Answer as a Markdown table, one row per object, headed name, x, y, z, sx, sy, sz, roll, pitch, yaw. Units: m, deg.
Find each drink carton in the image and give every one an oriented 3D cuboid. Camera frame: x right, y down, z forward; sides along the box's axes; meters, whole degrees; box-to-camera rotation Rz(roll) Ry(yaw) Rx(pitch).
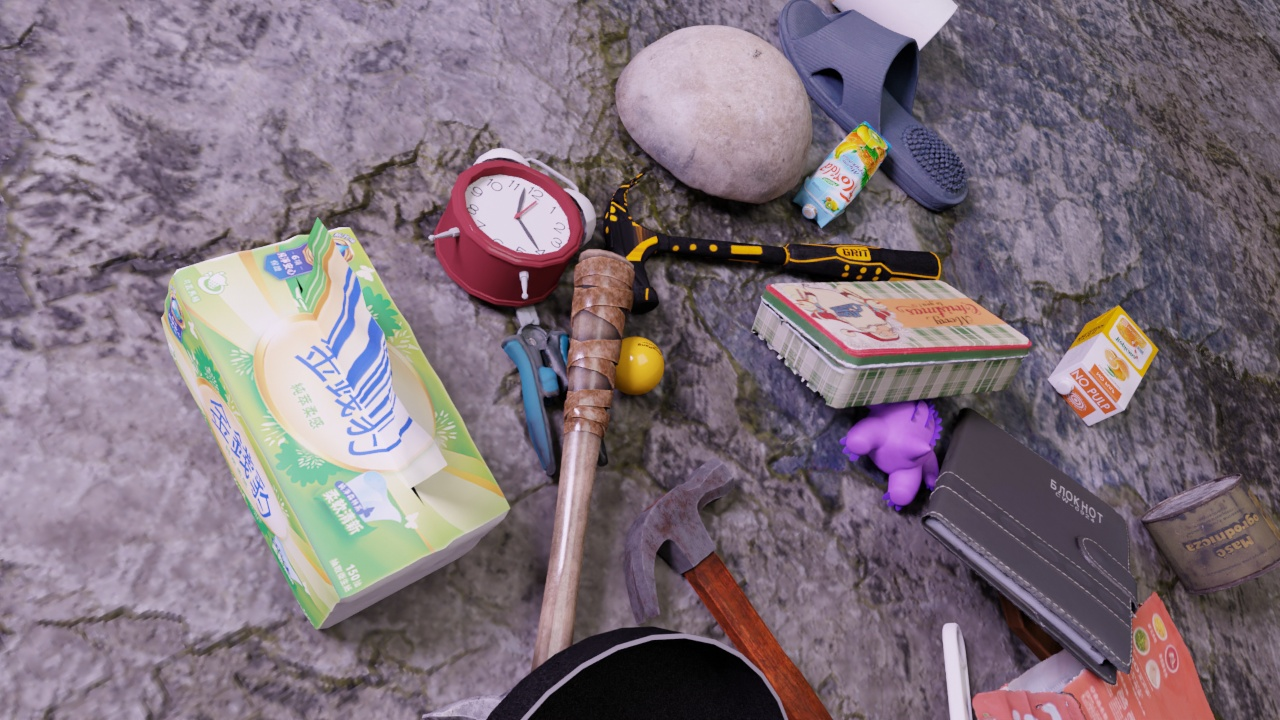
| name | x | y | z | sx | sy | sz | roll | pitch | yaw |
| --- | --- | --- | --- | --- | --- | --- | --- | --- | --- |
| drink carton | 0.445 | 0.005 | 0.883 | 0.058 | 0.040 | 0.122 | 50 | 52 | 3 |
| drink carton | 0.184 | -0.170 | 0.833 | 0.044 | 0.039 | 0.128 | 43 | 51 | -2 |

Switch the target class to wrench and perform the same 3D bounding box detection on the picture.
| name | x | y | z | sx | sy | sz | roll | pitch | yaw |
| --- | --- | --- | --- | --- | --- | --- | --- | --- | --- |
| wrench | 0.213 | 0.302 | 0.589 | 0.066 | 0.018 | 0.272 | 50 | 37 | -43 |

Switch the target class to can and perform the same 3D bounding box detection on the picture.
| name | x | y | z | sx | sy | sz | roll | pitch | yaw |
| --- | --- | --- | --- | --- | --- | --- | --- | --- | --- |
| can | 0.502 | 0.152 | 0.803 | 0.089 | 0.090 | 0.074 | -18 | 74 | -35 |

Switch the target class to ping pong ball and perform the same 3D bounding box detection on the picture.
| name | x | y | z | sx | sy | sz | roll | pitch | yaw |
| --- | --- | --- | --- | --- | --- | --- | --- | --- | --- |
| ping pong ball | -0.004 | 0.004 | 0.630 | 0.040 | 0.040 | 0.040 | 13 | 58 | -23 |

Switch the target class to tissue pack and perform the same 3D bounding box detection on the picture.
| name | x | y | z | sx | sy | sz | roll | pitch | yaw |
| --- | --- | --- | --- | --- | --- | --- | --- | --- | --- |
| tissue pack | -0.152 | 0.019 | 0.472 | 0.120 | 0.142 | 0.197 | -32 | 82 | -38 |

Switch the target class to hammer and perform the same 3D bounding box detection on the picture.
| name | x | y | z | sx | sy | sz | roll | pitch | yaw |
| --- | --- | --- | --- | --- | --- | --- | --- | --- | --- |
| hammer | -0.040 | 0.072 | 0.551 | 0.121 | 0.049 | 0.318 | 16 | 63 | -18 |
| hammer | 0.118 | -0.089 | 0.757 | 0.320 | 0.036 | 0.123 | 2 | 62 | -26 |
| hammer | 0.096 | 0.212 | 0.580 | 0.110 | 0.028 | 0.300 | -31 | 82 | -38 |

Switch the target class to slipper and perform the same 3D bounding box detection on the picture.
| name | x | y | z | sx | sy | sz | roll | pitch | yaw |
| --- | --- | --- | --- | --- | --- | --- | --- | --- | --- |
| slipper | 0.238 | -0.264 | 0.890 | 0.101 | 0.083 | 0.263 | -37 | 86 | -36 |

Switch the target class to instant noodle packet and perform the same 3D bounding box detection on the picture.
| name | x | y | z | sx | sy | sz | roll | pitch | yaw |
| --- | --- | --- | --- | --- | --- | --- | --- | --- | --- |
| instant noodle packet | 0.357 | 0.274 | 0.652 | 0.220 | 0.084 | 0.164 | -13 | 79 | -37 |

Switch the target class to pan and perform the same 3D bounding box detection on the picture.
| name | x | y | z | sx | sy | sz | roll | pitch | yaw |
| --- | --- | --- | --- | --- | --- | --- | --- | --- | --- |
| pan | 0.055 | 0.235 | 0.493 | 0.355 | 0.044 | 0.204 | 2 | 90 | -35 |

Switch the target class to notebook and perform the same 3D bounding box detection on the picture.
| name | x | y | z | sx | sy | sz | roll | pitch | yaw |
| --- | --- | --- | --- | --- | --- | --- | --- | --- | --- |
| notebook | 0.295 | 0.125 | 0.683 | 0.169 | 0.030 | 0.208 | 38 | 33 | 9 |

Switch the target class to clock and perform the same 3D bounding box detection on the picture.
| name | x | y | z | sx | sy | sz | roll | pitch | yaw |
| --- | --- | --- | --- | --- | --- | --- | --- | --- | --- |
| clock | -0.085 | -0.094 | 0.626 | 0.096 | 0.048 | 0.137 | 32 | 47 | -5 |

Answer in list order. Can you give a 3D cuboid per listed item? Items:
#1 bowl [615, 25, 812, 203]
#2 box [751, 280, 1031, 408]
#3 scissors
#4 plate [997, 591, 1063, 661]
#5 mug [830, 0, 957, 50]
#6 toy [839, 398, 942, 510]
| name | x | y | z | sx | sy | sz | roll | pitch | yaw |
| --- | --- | --- | --- | --- | --- | --- | --- | --- | --- |
| bowl | 0.074 | -0.221 | 0.760 | 0.178 | 0.081 | 0.178 | 13 | 53 | -17 |
| box | 0.198 | -0.020 | 0.723 | 0.205 | 0.050 | 0.117 | -2 | 35 | -30 |
| scissors | -0.064 | 0.011 | 0.606 | 0.126 | 0.019 | 0.143 | 31 | 51 | -10 |
| plate | 0.329 | 0.187 | 0.726 | 0.131 | 0.025 | 0.131 | 13 | 58 | -23 |
| mug | 0.266 | -0.377 | 0.967 | 0.105 | 0.082 | 0.082 | 42 | 52 | -4 |
| toy | 0.203 | 0.055 | 0.708 | 0.106 | 0.056 | 0.087 | 49 | 39 | -12 |
